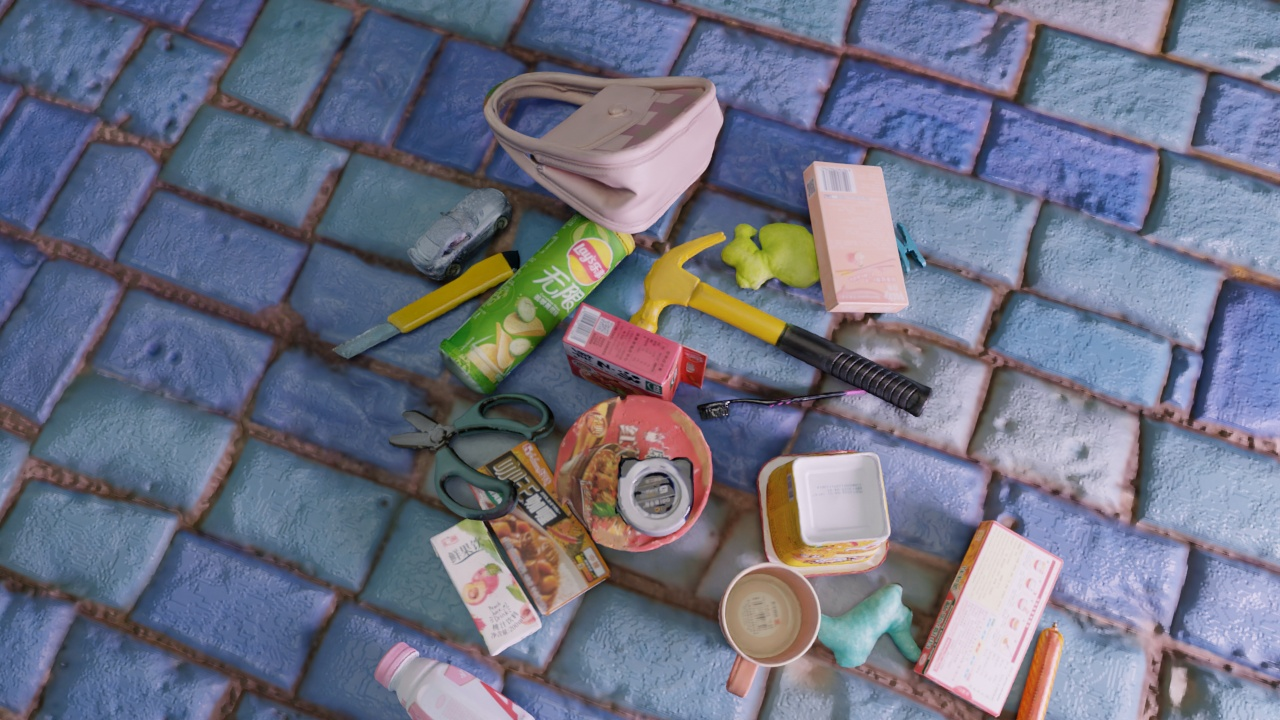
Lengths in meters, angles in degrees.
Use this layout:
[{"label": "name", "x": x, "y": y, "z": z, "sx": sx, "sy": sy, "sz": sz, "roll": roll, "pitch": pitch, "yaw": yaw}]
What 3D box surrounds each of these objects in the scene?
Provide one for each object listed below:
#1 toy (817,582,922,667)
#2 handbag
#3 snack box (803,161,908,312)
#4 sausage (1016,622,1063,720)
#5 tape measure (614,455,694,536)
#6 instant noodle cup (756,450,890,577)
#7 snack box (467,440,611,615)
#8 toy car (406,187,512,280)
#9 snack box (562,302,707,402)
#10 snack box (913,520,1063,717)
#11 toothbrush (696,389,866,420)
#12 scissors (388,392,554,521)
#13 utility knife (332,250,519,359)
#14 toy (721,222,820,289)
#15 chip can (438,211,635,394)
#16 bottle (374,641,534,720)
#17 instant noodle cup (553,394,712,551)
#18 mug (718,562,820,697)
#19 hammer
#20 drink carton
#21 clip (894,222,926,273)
[{"label": "toy", "x": 0.213, "y": 0.246, "z": 0.841, "sx": 0.092, "sy": 0.030, "sz": 0.096, "roll": -35, "pitch": 86, "yaw": -6}, {"label": "handbag", "x": -0.052, "y": -0.238, "z": 0.937, "sx": 0.234, "sy": 0.094, "sz": 0.192, "roll": 24, "pitch": 46, "yaw": 21}, {"label": "snack box", "x": 0.218, "y": -0.126, "z": 0.935, "sx": 0.084, "sy": 0.026, "sz": 0.157, "roll": 0, "pitch": 73, "yaw": -20}, {"label": "sausage", "x": 0.350, "y": 0.313, "z": 0.819, "sx": 0.021, "sy": 0.021, "sz": 0.165, "roll": 21, "pitch": 76, "yaw": 8}, {"label": "tape measure", "x": 0.012, "y": 0.114, "z": 0.771, "sx": 0.066, "sy": 0.033, "sz": 0.066, "roll": 2, "pitch": 72, "yaw": 5}, {"label": "instant noodle cup", "x": 0.170, "y": 0.132, "z": 0.826, "sx": 0.116, "sy": 0.124, "sz": 0.116, "roll": -5, "pitch": 73, "yaw": 1}, {"label": "snack box", "x": -0.098, "y": 0.159, "z": 0.880, "sx": 0.075, "sy": 0.026, "sz": 0.153, "roll": -31, "pitch": 75, "yaw": -7}, {"label": "toy car", "x": -0.188, "y": -0.135, "z": 0.958, "sx": 0.054, "sy": 0.037, "sz": 0.120, "roll": 37, "pitch": 74, "yaw": 29}, {"label": "snack box", "x": -0.005, "y": 0.005, "z": 0.875, "sx": 0.127, "sy": 0.113, "sz": 0.044, "roll": 23, "pitch": 75, "yaw": 9}, {"label": "snack box", "x": 0.318, "y": 0.232, "z": 0.835, "sx": 0.077, "sy": 0.027, "sz": 0.155, "roll": 30, "pitch": 77, "yaw": 0}, {"label": "toothbrush", "x": 0.150, "y": 0.041, "z": 0.911, "sx": 0.189, "sy": 0.014, "sz": 0.018, "roll": -6, "pitch": 90, "yaw": 0}, {"label": "scissors", "x": -0.171, "y": 0.095, "z": 0.882, "sx": 0.177, "sy": 0.019, "sz": 0.170, "roll": -4, "pitch": 56, "yaw": 9}, {"label": "utility knife", "x": -0.219, "y": -0.057, "z": 0.952, "sx": 0.216, "sy": 0.015, "sz": 0.033, "roll": -29, "pitch": 69, "yaw": -8}, {"label": "toy", "x": 0.139, "y": -0.110, "z": 0.945, "sx": 0.100, "sy": 0.031, "sz": 0.096, "roll": -29, "pitch": 74, "yaw": -5}, {"label": "chip can", "x": -0.105, "y": -0.061, "z": 0.920, "sx": 0.072, "sy": 0.073, "sz": 0.221, "roll": 42, "pitch": 80, "yaw": 13}, {"label": "bottle", "x": -0.149, "y": 0.321, "z": 0.816, "sx": 0.197, "sy": 0.068, "sz": 0.068, "roll": 31, "pitch": 77, "yaw": 14}, {"label": "instant noodle cup", "x": -0.003, "y": 0.110, "z": 0.847, "sx": 0.138, "sy": 0.109, "sz": 0.137, "roll": -1, "pitch": 74, "yaw": 2}, {"label": "mug", "x": 0.104, "y": 0.238, "z": 0.807, "sx": 0.082, "sy": 0.106, "sz": 0.114, "roll": 21, "pitch": 76, "yaw": 8}, {"label": "hammer", "x": 0.142, "y": -0.025, "z": 0.905, "sx": 0.301, "sy": 0.033, "sz": 0.129, "roll": 27, "pitch": 92, "yaw": 10}, {"label": "drink carton", "x": -0.144, "y": 0.208, "z": 0.857, "sx": 0.053, "sy": 0.045, "sz": 0.122, "roll": -30, "pitch": 76, "yaw": -12}, {"label": "clip", "x": 0.274, "y": -0.118, "z": 0.951, "sx": 0.047, "sy": 0.014, "sz": 0.057, "roll": -24, "pitch": 76, "yaw": -2}]
